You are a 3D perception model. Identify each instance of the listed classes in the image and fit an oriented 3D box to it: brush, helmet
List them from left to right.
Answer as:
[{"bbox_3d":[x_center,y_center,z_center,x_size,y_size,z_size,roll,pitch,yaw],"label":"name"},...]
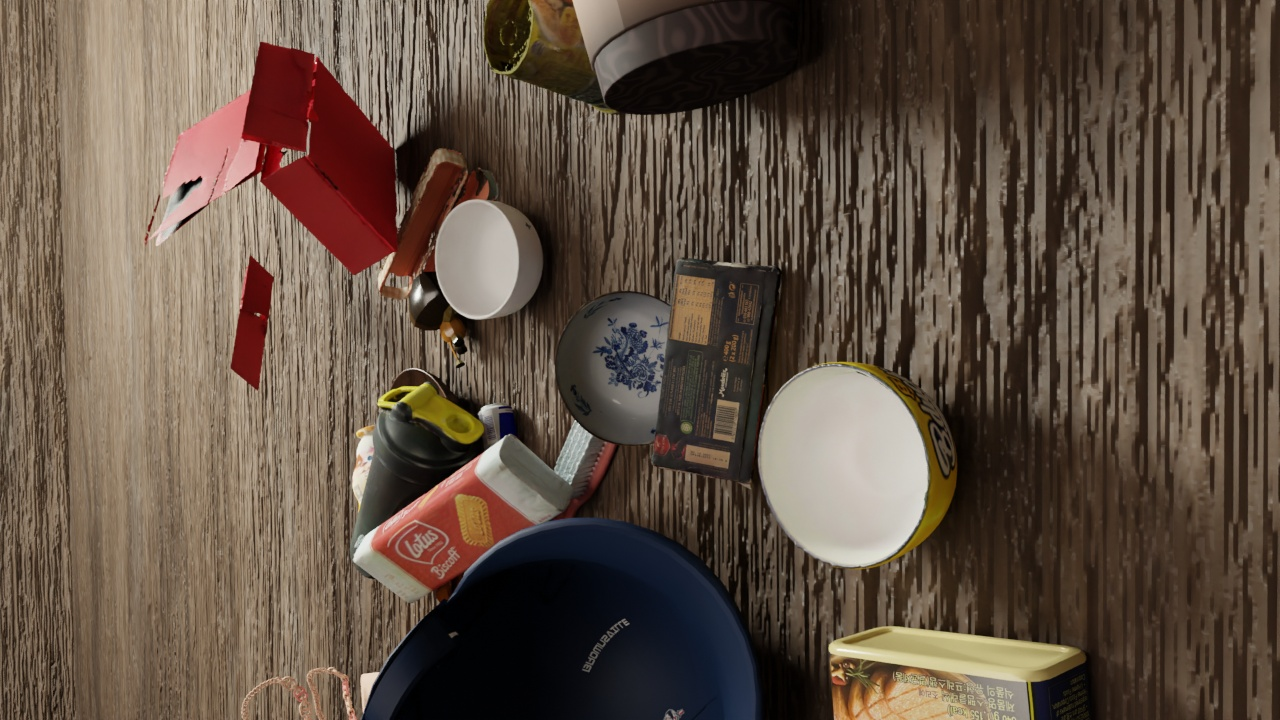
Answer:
[{"bbox_3d":[-0.063,0.114,0.783,0.041,0.030,0.173,44,122,37],"label":"brush"},{"bbox_3d":[-0.036,0.228,0.624,0.232,0.222,0.273,40,113,11],"label":"helmet"}]

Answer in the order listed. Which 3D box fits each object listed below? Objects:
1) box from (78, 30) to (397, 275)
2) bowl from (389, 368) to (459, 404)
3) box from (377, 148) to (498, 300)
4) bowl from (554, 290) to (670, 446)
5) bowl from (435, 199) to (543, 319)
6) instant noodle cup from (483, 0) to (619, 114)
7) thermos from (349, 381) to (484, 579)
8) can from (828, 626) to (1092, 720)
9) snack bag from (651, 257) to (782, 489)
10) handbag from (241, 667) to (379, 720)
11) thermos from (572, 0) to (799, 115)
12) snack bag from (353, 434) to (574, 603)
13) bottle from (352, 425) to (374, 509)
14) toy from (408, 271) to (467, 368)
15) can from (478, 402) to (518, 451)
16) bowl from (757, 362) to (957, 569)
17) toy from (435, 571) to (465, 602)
[{"bbox_3d":[-0.401,-0.244,0.837,0.108,0.409,0.211,-47,37,24],"label":"box"},{"bbox_3d":[-0.211,0.065,0.935,0.119,0.032,0.119,10,104,41],"label":"bowl"},{"bbox_3d":[-0.208,-0.122,0.915,0.078,0.054,0.188,38,125,3],"label":"box"},{"bbox_3d":[-0.004,0.004,0.687,0.114,0.045,0.114,2,98,11],"label":"bowl"},{"bbox_3d":[-0.130,-0.090,0.823,0.105,0.054,0.105,4,97,34],"label":"bowl"},{"bbox_3d":[-0.057,-0.247,0.704,0.102,0.108,0.102,6,98,48],"label":"instant noodle cup"},{"bbox_3d":[-0.220,0.118,0.868,0.098,0.098,0.221,55,135,31],"label":"thermos"},{"bbox_3d":[0.173,0.208,0.499,0.135,0.075,0.104,-9,82,47],"label":"can"},{"bbox_3d":[0.052,0.007,0.640,0.075,0.018,0.155,10,99,16],"label":"snack bag"},{"bbox_3d":[-0.285,0.408,0.919,0.117,0.186,0.198,-27,67,52],"label":"handbag"},{"bbox_3d":[0.016,-0.290,0.591,0.173,0.172,0.226,-13,88,47],"label":"thermos"},{"bbox_3d":[-0.159,0.141,0.790,0.226,0.077,0.041,-35,21,32],"label":"snack bag"},{"bbox_3d":[-0.281,0.125,0.995,0.063,0.063,0.109,-28,71,44],"label":"bottle"},{"bbox_3d":[-0.191,-0.040,0.900,0.100,0.062,0.076,61,168,17],"label":"toy"},{"bbox_3d":[-0.127,0.088,0.848,0.032,0.032,0.095,-25,73,45],"label":"can"},{"bbox_3d":[0.134,0.059,0.539,0.117,0.067,0.117,2,93,48],"label":"bowl"},{"bbox_3d":[-0.138,0.221,0.867,0.090,0.070,0.103,-36,88,28],"label":"toy"}]
